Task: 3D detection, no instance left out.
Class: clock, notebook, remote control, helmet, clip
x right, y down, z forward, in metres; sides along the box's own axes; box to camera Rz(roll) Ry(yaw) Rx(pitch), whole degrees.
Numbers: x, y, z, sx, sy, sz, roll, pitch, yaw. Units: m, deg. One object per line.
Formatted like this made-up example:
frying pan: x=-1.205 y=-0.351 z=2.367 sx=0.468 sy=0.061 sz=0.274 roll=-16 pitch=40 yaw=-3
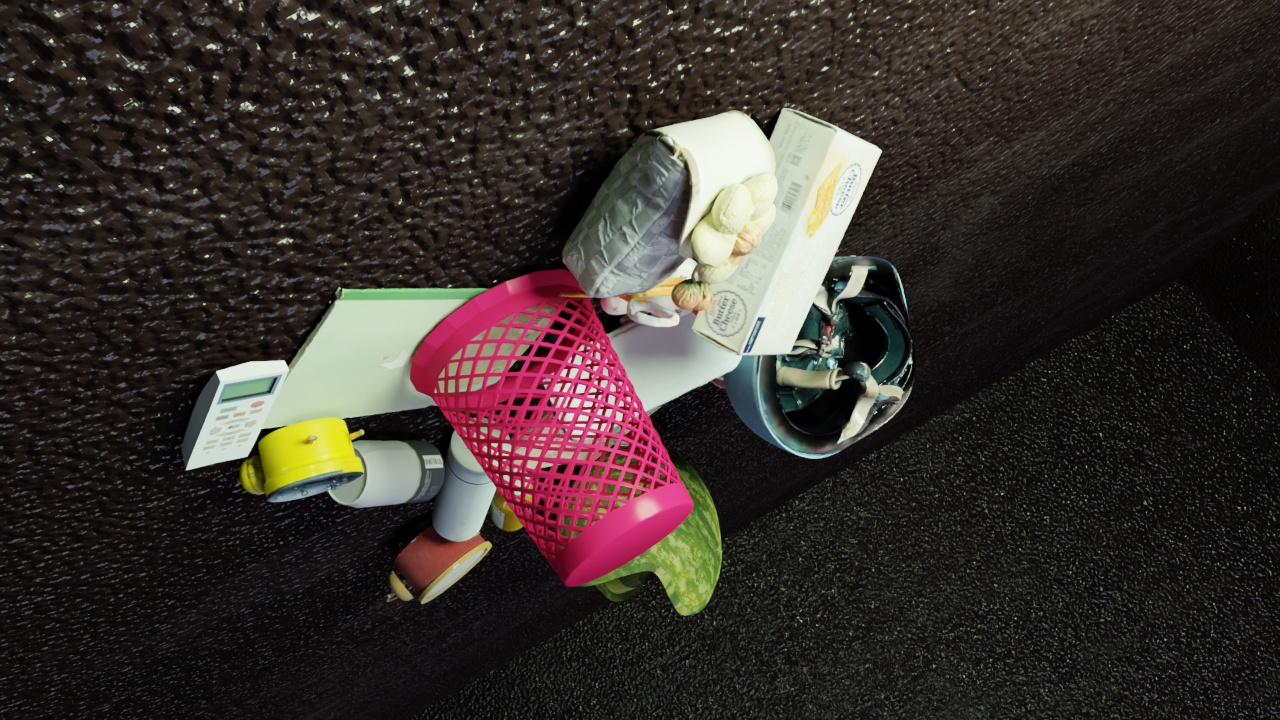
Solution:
clock: x=-0.298 y=0.092 z=0.803 sx=0.119 sy=0.057 sz=0.083 roll=-25 pitch=169 yaw=31
notebook: x=-0.190 y=-0.006 z=0.802 sx=0.252 sy=0.010 sz=0.182 roll=-6 pitch=149 yaw=-51
remote control: x=-0.316 y=0.039 z=0.705 sx=0.049 sy=0.024 sz=0.144 roll=-12 pitch=156 yaw=-42
helmet: x=0.194 y=-0.004 z=1.075 sx=0.264 sy=0.225 sz=0.167 roll=-29 pitch=-160 yaw=-35
clip: x=-0.032 y=0.102 z=1.200 sx=0.054 sy=0.038 sz=0.101 roll=-24 pitch=167 yaw=28
notebook: x=-0.080 y=0.091 z=1.187 sx=0.168 sy=0.024 sz=0.225 roll=-40 pitch=159 yaw=29
helmet: x=-0.006 y=0.240 z=1.349 sx=0.247 sy=0.242 sz=0.214 roll=37 pitch=155 yaw=-33
clock: x=-0.283 y=0.266 z=1.233 sx=0.159 sy=0.081 sz=0.117 roll=-44 pitch=170 yaw=9

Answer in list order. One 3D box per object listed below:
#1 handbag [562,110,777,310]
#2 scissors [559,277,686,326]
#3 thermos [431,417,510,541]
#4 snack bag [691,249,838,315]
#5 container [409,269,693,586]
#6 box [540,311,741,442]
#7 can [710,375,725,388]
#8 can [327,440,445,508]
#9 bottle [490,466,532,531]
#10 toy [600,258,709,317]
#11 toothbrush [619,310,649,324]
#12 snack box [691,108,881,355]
handbag: x=0.026 y=-0.101 z=0.707 sx=0.112 sy=0.123 sz=0.172 roll=-28 pitch=169 yaw=-45
scissors: x=-0.006 y=-0.054 z=0.770 sx=0.125 sy=0.129 sz=0.011 roll=-3 pitch=117 yaw=-15
thermos: x=-0.202 y=0.145 z=1.076 sx=0.067 sy=0.068 sz=0.231 roll=-20 pitch=158 yaw=-28
snack bag: x=0.116 y=-0.099 z=0.924 sx=0.176 sy=0.082 sz=0.083 roll=-20 pitch=158 yaw=-28
container: x=-0.067 y=0.066 z=0.799 sx=0.183 sy=0.225 sz=0.183 roll=-29 pitch=160 yaw=-12
box: x=-0.007 y=0.009 z=0.992 sx=0.216 sy=0.107 sz=0.110 roll=-23 pitch=-172 yaw=-10
can: x=0.128 y=-0.008 z=1.197 sx=0.053 sy=0.054 sz=0.097 roll=-15 pitch=156 yaw=-37
can: x=-0.256 y=0.112 z=0.915 sx=0.064 sy=0.064 sz=0.127 roll=-38 pitch=160 yaw=20
bottle: x=-0.164 y=0.175 z=1.173 sx=0.053 sy=0.053 sz=0.186 roll=-24 pitch=165 yaw=-18
toy: x=0.028 y=-0.067 z=0.841 sx=0.125 sy=0.037 sz=0.076 roll=3 pitch=137 yaw=-6
toothbrush: x=0.059 y=-0.078 z=0.978 sx=0.181 sy=0.018 sz=0.016 roll=-26 pitch=160 yaw=-10
snack box: x=0.130 y=-0.107 z=0.815 sx=0.104 sy=0.057 sz=0.208 roll=-3 pitch=120 yaw=-56
